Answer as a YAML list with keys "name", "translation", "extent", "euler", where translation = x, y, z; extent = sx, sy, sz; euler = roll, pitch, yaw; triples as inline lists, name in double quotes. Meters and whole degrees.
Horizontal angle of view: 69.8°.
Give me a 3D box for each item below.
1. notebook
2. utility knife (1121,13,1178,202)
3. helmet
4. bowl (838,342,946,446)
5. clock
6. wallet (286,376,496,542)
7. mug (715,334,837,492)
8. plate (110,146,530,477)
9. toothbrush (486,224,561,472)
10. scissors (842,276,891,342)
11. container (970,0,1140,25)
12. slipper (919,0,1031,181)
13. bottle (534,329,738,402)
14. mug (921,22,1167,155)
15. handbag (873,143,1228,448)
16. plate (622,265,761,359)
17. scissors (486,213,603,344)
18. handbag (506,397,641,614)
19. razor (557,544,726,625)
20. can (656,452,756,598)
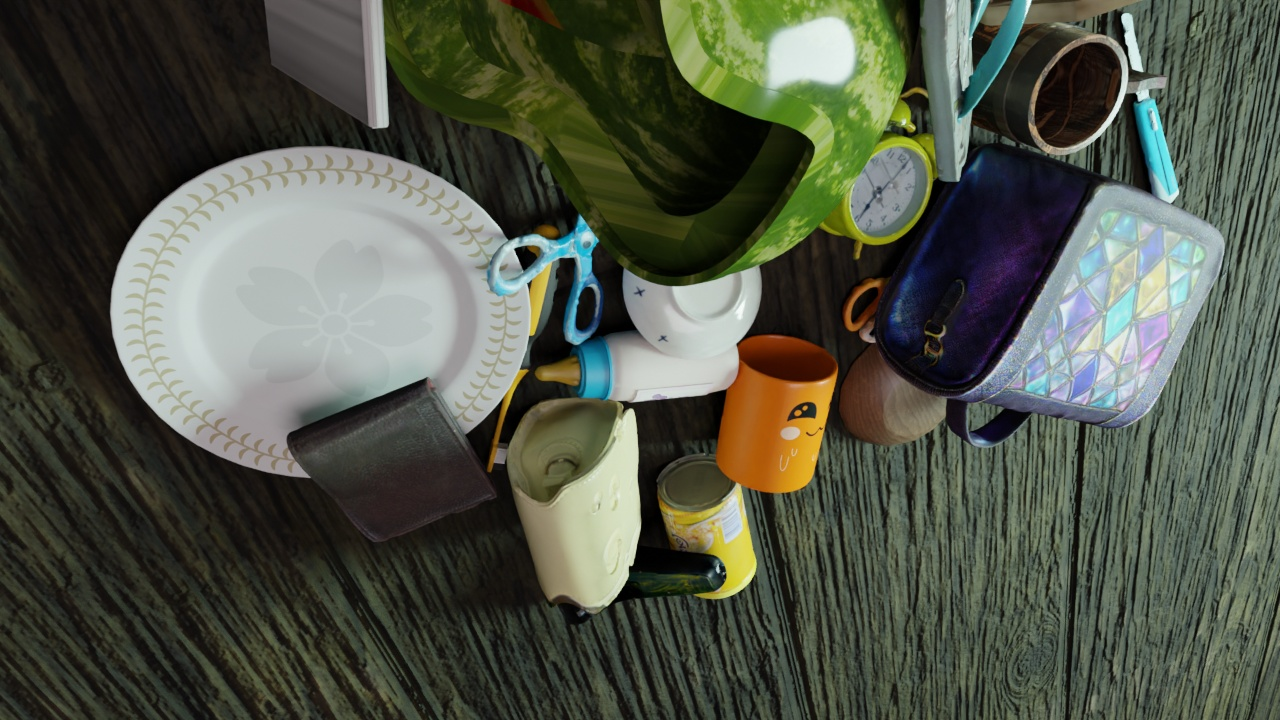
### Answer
- name: "notebook"
  translation: [-0.148, -0.224, 0.405]
  extent: [0.009, 0.143, 0.210]
  euler: [-16, 125, -34]
- name: "utility knife"
  translation: [0.398, -0.194, 0.726]
  extent: [0.022, 0.015, 0.181]
  euler: [-39, 123, -1]
- name: "helmet"
  translation: [0.026, -0.175, 0.455]
  extent: [0.247, 0.213, 0.242]
  euler: [40, 65, -49]
- name: "bowl"
  translation: [0.226, 0.028, 0.774]
  extent: [0.117, 0.030, 0.118]
  euler: [-10, 122, -17]
- name: "clock"
  translation: [0.165, -0.135, 0.638]
  extent: [0.083, 0.057, 0.119]
  euler: [32, 97, -33]
- name: "wallet"
  translation: [-0.163, 0.070, 0.619]
  extent: [0.099, 0.031, 0.120]
  euler: [-21, 133, 2]
- name: "mug"
  translation: [0.113, 0.034, 0.713]
  extent: [0.112, 0.078, 0.096]
  euler: [-26, 132, -46]
- name: "plate"
  translation: [-0.189, -0.021, 0.569]
  extent: [0.242, 0.016, 0.243]
  euler: [-9, 129, -12]
- name: "toothbrush"
  translation: [-0.085, -0.003, 0.631]
  extent: [0.030, 0.031, 0.197]
  euler: [9, 119, -17]
- name: "scissors"
  translation: [0.213, -0.067, 0.723]
  extent: [0.064, 0.013, 0.128]
  euler: [35, 102, -34]
- name: "container"
  translation: [0.217, -0.311, 0.462]
  extent: [0.227, 0.226, 0.196]
  euler: [-36, 133, 0]
- name: "slipper"
  translation: [0.163, -0.167, 0.437]
  extent: [0.269, 0.055, 0.098]
  euler: [51, 50, -62]
- name: "bottle"
  translation: [-0.004, 0.004, 0.653]
  extent: [0.146, 0.051, 0.051]
  euler: [-5, 120, -20]
- name: "mug"
  translation: [0.269, -0.192, 0.615]
  extent: [0.115, 0.107, 0.080]
  euler: [-12, 122, -16]
- name: "handbag"
  translation: [0.305, -0.033, 0.704]
  extent: [0.204, 0.125, 0.222]
  euler: [10, 111, -32]
- name: "plate"
  translation: [0.041, -0.052, 0.626]
  extent: [0.104, 0.026, 0.104]
  euler: [0, 91, -19]
- name: "scissors"
  translation: [-0.041, -0.065, 0.594]
  extent: [0.133, 0.011, 0.138]
  euler: [-42, 140, -27]
- name: "handbag"
  translation: [-0.045, 0.103, 0.653]
  extent: [0.081, 0.111, 0.119]
  euler: [0, 121, 9]
- name: "razor"
  translation: [-0.006, 0.177, 0.722]
  extent: [0.152, 0.067, 0.054]
  euler: [-9, 129, 27]
- name: "can"
  translation: [0.054, 0.135, 0.744]
  extent: [0.067, 0.067, 0.105]
  euler: [-21, 124, -10]
